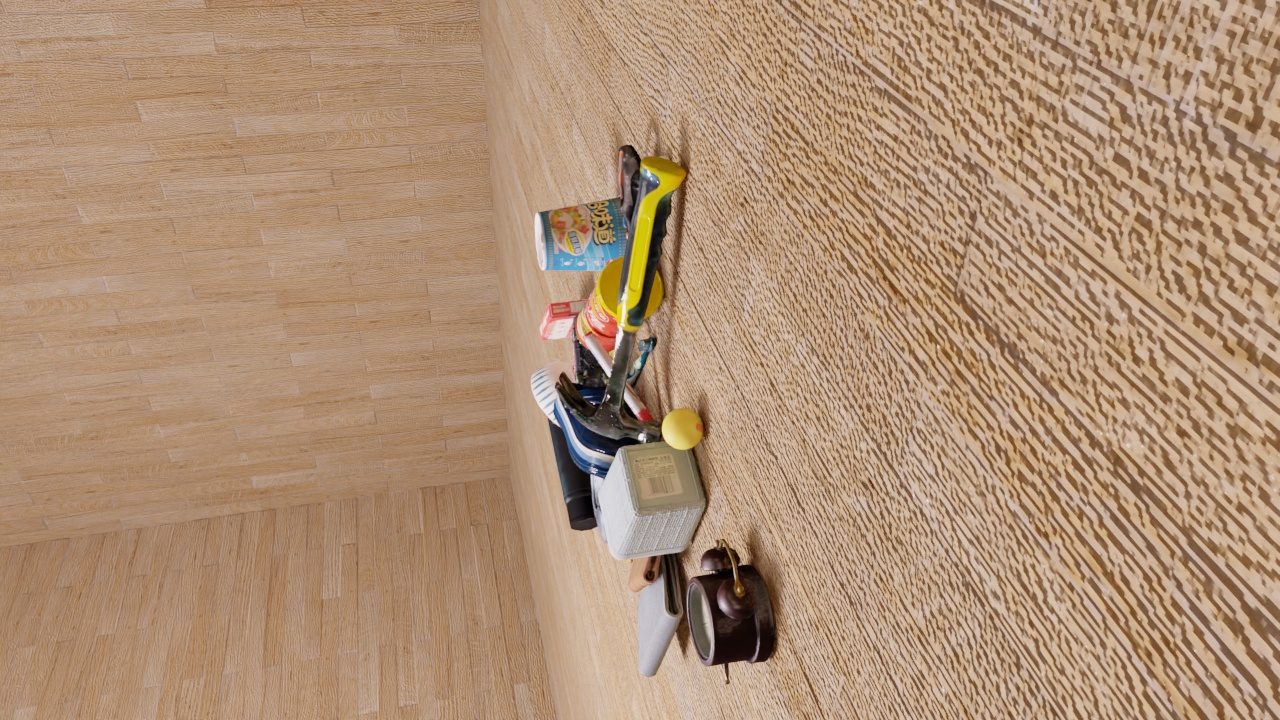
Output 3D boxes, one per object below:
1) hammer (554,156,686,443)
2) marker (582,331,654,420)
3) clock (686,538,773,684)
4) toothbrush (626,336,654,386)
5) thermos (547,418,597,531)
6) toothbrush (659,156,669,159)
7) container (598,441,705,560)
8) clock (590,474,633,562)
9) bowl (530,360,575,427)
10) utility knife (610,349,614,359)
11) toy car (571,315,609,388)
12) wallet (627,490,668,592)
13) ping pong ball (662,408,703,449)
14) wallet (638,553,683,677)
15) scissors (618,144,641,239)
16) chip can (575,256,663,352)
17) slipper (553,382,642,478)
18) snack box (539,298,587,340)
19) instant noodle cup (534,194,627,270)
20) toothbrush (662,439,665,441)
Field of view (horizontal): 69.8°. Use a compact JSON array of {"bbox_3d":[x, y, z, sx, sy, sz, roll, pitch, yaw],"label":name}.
[{"bbox_3d":[-0.012,-0.052,0.935,0.031,0.126,0.324,-66,-10,-55],"label":"hammer"},{"bbox_3d":[-0.021,0.028,1.064,0.145,0.017,0.017,55,164,4],"label":"marker"},{"bbox_3d":[0.075,0.207,0.779,0.082,0.055,0.122,-119,27,-61],"label":"clock"},{"bbox_3d":[-0.007,0.007,1.126,0.192,0.018,0.016,119,142,-69],"label":"toothbrush"},{"bbox_3d":[-0.117,0.174,1.590,0.090,0.068,0.242,115,146,-59],"label":"thermos"},{"bbox_3d":[0.003,-0.204,0.976,0.180,0.016,0.016,-147,59,-73],"label":"toothbrush"},{"bbox_3d":[0.013,0.142,0.957,0.112,0.090,0.089,107,153,-55],"label":"container"},{"bbox_3d":[-0.027,0.197,1.227,0.117,0.059,0.159,-124,31,-62],"label":"clock"},{"bbox_3d":[-0.111,0.047,1.461,0.066,0.116,0.116,-37,47,23],"label":"bowl"},{"bbox_3d":[-0.033,-0.028,1.233,0.033,0.015,0.177,-106,13,-56],"label":"utility knife"},{"bbox_3d":[-0.074,-0.010,1.347,0.045,0.053,0.120,-167,74,-79],"label":"toy car"},{"bbox_3d":[0.013,0.206,1.060,0.101,0.020,0.115,119,166,-67],"label":"wallet"},{"bbox_3d":[0.041,0.066,0.890,0.040,0.040,0.040,172,91,-78],"label":"ping pong ball"},{"bbox_3d":[0.025,0.294,1.085,0.106,0.037,0.130,-93,14,-48],"label":"wallet"},{"bbox_3d":[-0.004,-0.130,1.014,0.139,0.021,0.235,-121,17,-45],"label":"scissors"},{"bbox_3d":[-0.031,-0.061,1.073,0.217,0.073,0.073,143,119,-76],"label":"chip can"},{"bbox_3d":[-0.040,0.076,1.157,0.095,0.105,0.253,-70,23,12],"label":"slipper"},{"bbox_3d":[-0.115,-0.063,1.441,0.153,0.075,0.025,133,129,-74],"label":"snack box"},{"bbox_3d":[-0.071,-0.151,1.119,0.099,0.110,0.099,173,91,-78],"label":"instant noodle cup"},{"bbox_3d":[0.008,0.157,1.072,0.016,0.015,0.191,-78,6,-46],"label":"toothbrush"}]
